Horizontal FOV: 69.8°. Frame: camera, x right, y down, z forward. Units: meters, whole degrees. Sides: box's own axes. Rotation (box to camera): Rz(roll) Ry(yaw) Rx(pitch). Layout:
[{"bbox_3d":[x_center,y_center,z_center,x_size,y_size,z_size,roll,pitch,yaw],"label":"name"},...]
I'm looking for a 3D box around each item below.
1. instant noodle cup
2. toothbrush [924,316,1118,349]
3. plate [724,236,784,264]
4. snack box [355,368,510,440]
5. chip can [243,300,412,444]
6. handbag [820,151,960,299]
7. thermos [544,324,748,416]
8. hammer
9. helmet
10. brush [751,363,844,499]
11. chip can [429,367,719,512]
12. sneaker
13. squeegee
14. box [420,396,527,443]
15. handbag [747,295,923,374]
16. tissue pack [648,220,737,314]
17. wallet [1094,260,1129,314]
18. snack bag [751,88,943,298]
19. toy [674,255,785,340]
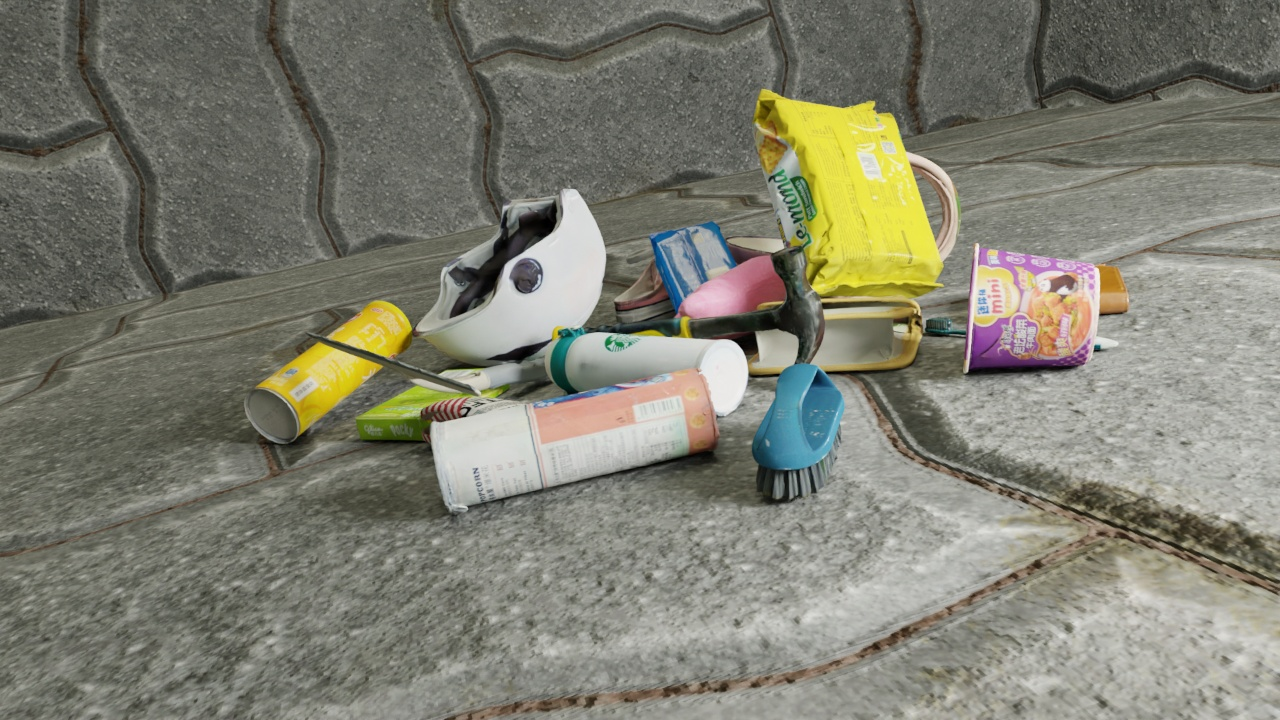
[{"bbox_3d":[0.326,-0.041,0.770,0.099,0.112,0.111,4,20,21],"label":"instant noodle cup"},{"bbox_3d":[0.346,-0.026,0.853,0.016,0.018,0.192,-22,19,-34],"label":"toothbrush"},{"bbox_3d":[0.206,-0.134,1.236,0.192,0.039,0.192,6,14,-2],"label":"plate"},{"bbox_3d":[-0.215,0.044,0.968,0.086,0.026,0.156,-3,17,27],"label":"snack box"},{"bbox_3d":[-0.345,0.009,1.038,0.072,0.072,0.212,-3,27,25],"label":"chip can"},{"bbox_3d":[0.290,-0.168,1.115,0.233,0.193,0.093,-6,14,-24],"label":"handbag"},{"bbox_3d":[-0.005,0.005,0.877,0.225,0.073,0.073,6,22,46],"label":"thermos"},{"bbox_3d":[0.035,-0.025,0.910,0.324,0.126,0.031,-7,16,40],"label":"hammer"},{"bbox_3d":[-0.141,-0.083,1.124,0.229,0.146,0.258,0,50,57],"label":"helmet"},{"bbox_3d":[0.115,0.042,0.663,0.055,0.073,0.143,0,18,20],"label":"brush"},{"bbox_3d":[-0.050,0.060,0.716,0.214,0.071,0.071,-12,15,-7],"label":"chip can"},{"bbox_3d":[0.054,-0.117,1.244,0.240,0.088,0.118,-25,21,-40],"label":"sneaker"},{"bbox_3d":[-0.167,0.014,0.937,0.247,0.039,0.246,15,9,36],"label":"squeegee"},{"bbox_3d":[-0.140,0.052,0.825,0.165,0.064,0.074,4,37,43],"label":"box"},{"bbox_3d":[0.200,-0.039,0.932,0.164,0.063,0.178,-2,14,24],"label":"handbag"},{"bbox_3d":[0.074,-0.107,1.151,0.095,0.052,0.157,-14,58,-11],"label":"tissue pack"},{"bbox_3d":[0.420,-0.073,0.939,0.131,0.035,0.118,-2,17,23],"label":"wallet"},{"bbox_3d":[0.215,-0.173,0.946,0.157,0.246,0.068,-1,-25,-23],"label":"snack bag"},{"bbox_3d":[0.110,-0.063,1.027,0.195,0.074,0.178,-23,-11,6],"label":"toy"}]
